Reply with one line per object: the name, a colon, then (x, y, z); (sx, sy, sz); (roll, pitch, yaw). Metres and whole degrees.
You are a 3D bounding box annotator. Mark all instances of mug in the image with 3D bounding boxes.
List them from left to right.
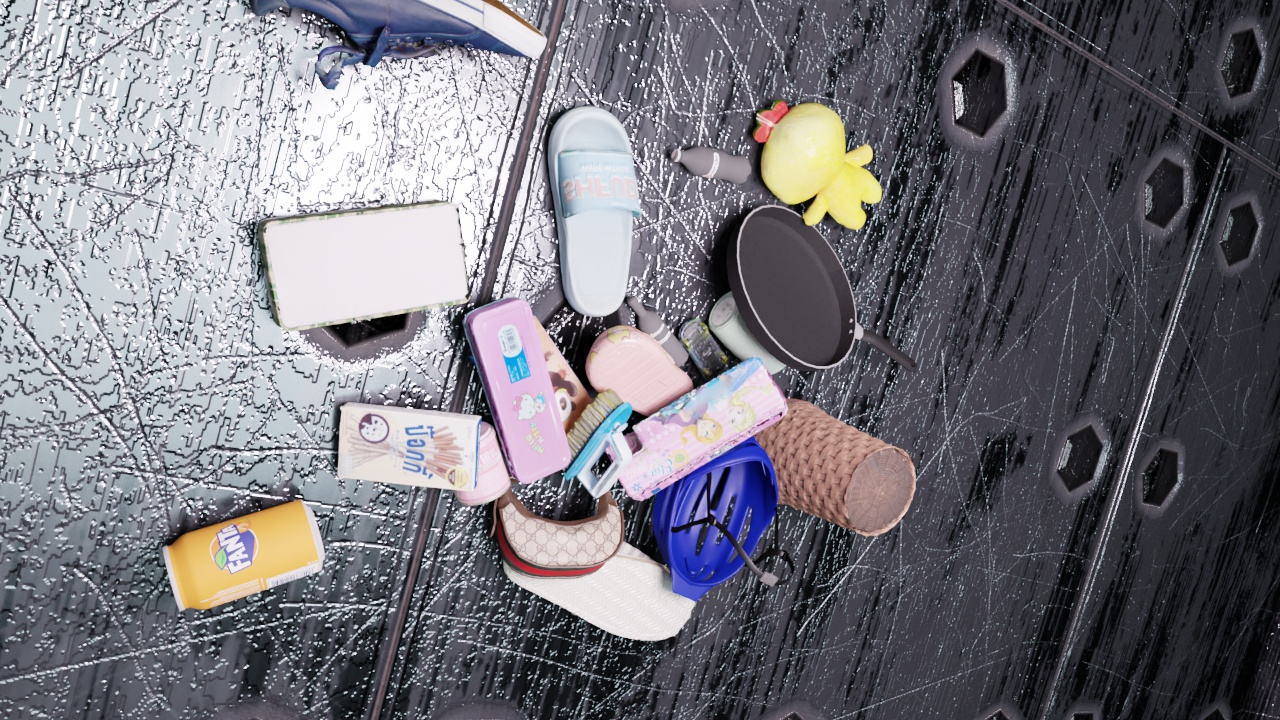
mug: (0.150, -0.053, 1.211); (0.104, 0.084, 0.111); (34, 55, -27)

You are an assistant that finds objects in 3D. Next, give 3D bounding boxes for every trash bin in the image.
trash bin: (0.255, 0.146, 1.234); (0.151, 0.210, 0.151); (-8, 106, -29)

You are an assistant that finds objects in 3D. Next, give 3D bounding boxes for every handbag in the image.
handbag: (-0.104, 0.190, 1.109); (0.166, 0.063, 0.138); (5, 59, -22)

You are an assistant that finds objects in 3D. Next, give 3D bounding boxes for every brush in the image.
brush: (-0.043, 0.097, 1.089); (0.055, 0.075, 0.136); (-28, 159, -47)

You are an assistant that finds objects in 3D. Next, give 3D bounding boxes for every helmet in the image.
helmet: (0.118, 0.193, 1.156); (0.147, 0.228, 0.241); (30, 80, -27)

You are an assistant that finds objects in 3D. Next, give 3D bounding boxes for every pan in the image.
pan: (0.247, -0.063, 1.219); (0.356, 0.034, 0.224); (30, 53, -29)

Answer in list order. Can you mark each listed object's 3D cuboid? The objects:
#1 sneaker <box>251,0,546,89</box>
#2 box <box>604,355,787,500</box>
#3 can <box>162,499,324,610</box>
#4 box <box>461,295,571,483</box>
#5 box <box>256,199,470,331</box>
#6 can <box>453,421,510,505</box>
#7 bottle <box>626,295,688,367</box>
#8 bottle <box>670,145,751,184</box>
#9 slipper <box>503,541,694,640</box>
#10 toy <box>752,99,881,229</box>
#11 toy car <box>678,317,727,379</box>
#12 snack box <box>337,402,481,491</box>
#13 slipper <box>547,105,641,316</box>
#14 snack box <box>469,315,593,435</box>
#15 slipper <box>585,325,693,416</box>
sneaker: (-0.239, -0.331, 0.915); (0.294, 0.120, 0.127); (8, 120, -29)
box: (0.065, 0.079, 1.132); (0.230, 0.084, 0.077); (-31, 150, 2)
can: (-0.405, 0.200, 0.944); (0.142, 0.079, 0.079); (-16, 109, -26)
box: (-0.138, 0.035, 1.043); (0.076, 0.036, 0.214); (-23, 111, -24)
box: (-0.285, -0.103, 0.961); (0.205, 0.050, 0.118); (-14, 105, -27)
can: (-0.191, 0.117, 1.055); (0.067, 0.067, 0.076); (-24, 113, -23)
bottle: (0.018, -0.039, 1.160); (0.030, 0.030, 0.113); (-46, 119, -13)
bottle: (0.087, -0.246, 1.146); (0.109, 0.036, 0.036); (5, 99, -31)
slipper: (-0.053, 0.282, 1.182); (0.272, 0.054, 0.114); (26, 87, -23)
toy: (0.236, -0.254, 1.199); (0.207, 0.092, 0.134); (35, 86, -34)
toy car: (0.079, -0.016, 1.202); (0.038, 0.027, 0.090); (-42, 117, -13)
snack box: (-0.251, 0.094, 0.998); (0.150, 0.026, 0.082); (6, 100, 0)
slipper: (-0.046, -0.169, 1.067); (0.103, 0.074, 0.245); (-9, 108, -29)
snack box: (-0.125, 0.028, 1.091); (0.087, 0.034, 0.151); (-40, 117, -15)
slipper: (-0.007, 0.007, 1.132); (0.093, 0.081, 0.197); (-34, 145, 10)
